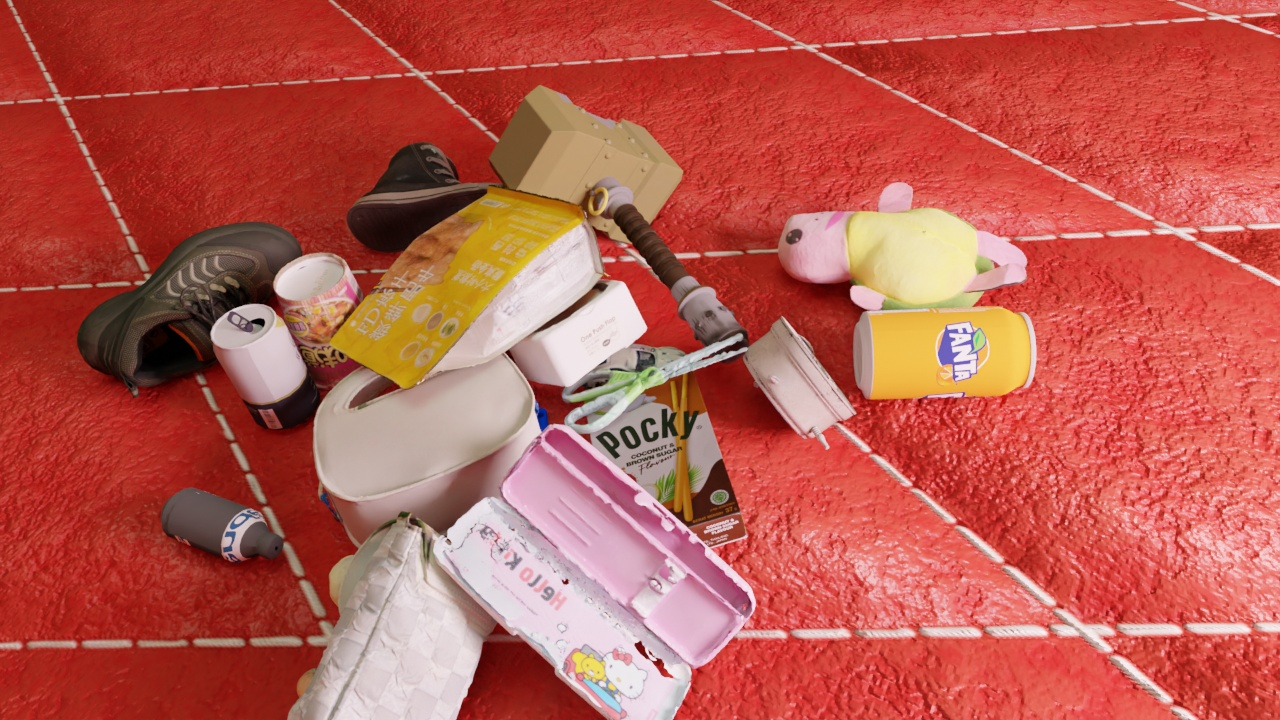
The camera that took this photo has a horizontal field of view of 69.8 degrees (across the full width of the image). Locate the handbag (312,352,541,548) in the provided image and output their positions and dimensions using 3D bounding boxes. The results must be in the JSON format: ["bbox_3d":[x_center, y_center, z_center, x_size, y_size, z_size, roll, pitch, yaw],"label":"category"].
[{"bbox_3d":[-0.186,0.062,0.793,0.200,0.093,0.199,-22,43,-11],"label":"handbag"}]

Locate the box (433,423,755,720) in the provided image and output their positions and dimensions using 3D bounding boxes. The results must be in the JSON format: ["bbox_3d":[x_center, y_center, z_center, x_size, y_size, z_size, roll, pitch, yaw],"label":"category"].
[{"bbox_3d":[-0.031,0.155,0.655,0.201,0.073,0.149,41,70,5],"label":"box"}]

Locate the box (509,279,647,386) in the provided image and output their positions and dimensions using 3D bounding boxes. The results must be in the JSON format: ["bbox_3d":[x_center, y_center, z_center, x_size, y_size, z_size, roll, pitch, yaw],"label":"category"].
[{"bbox_3d":[-0.068,-0.037,0.852,0.107,0.076,0.103,-35,25,-26],"label":"box"}]

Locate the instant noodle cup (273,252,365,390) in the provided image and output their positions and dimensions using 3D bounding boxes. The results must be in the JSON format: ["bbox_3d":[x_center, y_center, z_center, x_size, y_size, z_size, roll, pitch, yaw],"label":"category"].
[{"bbox_3d":[-0.305,-0.043,0.896,0.098,0.109,0.097,-4,45,4],"label":"instant noodle cup"}]

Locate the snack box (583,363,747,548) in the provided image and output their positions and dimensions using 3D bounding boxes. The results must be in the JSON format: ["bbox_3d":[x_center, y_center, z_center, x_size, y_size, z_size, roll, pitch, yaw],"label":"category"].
[{"bbox_3d":[0.015,0.082,0.765,0.101,0.032,0.185,-17,40,2],"label":"snack box"}]

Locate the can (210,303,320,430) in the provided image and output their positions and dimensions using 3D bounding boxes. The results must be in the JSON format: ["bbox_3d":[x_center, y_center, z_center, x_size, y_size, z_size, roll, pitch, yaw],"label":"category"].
[{"bbox_3d":[-0.345,0.004,0.842,0.064,0.127,0.064,-4,46,4],"label":"can"}]

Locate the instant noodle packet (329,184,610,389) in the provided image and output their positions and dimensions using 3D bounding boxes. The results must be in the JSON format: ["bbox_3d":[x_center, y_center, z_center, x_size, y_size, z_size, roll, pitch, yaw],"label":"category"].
[{"bbox_3d":[-0.162,-0.060,0.837,0.221,0.084,0.163,-42,40,-24],"label":"instant noodle packet"}]

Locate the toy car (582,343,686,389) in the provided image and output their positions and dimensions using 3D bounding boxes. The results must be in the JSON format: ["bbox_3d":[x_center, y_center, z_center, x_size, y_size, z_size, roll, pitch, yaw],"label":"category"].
[{"bbox_3d":[-0.005,0.005,0.866,0.105,0.033,0.047,2,45,8],"label":"toy car"}]

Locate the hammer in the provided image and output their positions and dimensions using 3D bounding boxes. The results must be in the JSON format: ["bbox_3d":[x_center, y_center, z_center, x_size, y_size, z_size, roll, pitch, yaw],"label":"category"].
[{"bbox_3d":[0.005,-0.119,0.899,0.190,0.101,0.324,8,38,-47],"label":"hammer"}]

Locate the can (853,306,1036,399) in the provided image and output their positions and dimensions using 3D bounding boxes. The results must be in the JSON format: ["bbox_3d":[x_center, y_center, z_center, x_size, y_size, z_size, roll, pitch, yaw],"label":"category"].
[{"bbox_3d":[0.264,-0.007,0.809,0.142,0.079,0.079,-2,46,5],"label":"can"}]

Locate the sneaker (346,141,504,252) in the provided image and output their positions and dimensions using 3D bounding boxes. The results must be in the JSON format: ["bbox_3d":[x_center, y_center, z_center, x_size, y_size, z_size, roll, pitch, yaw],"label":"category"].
[{"bbox_3d":[-0.201,-0.185,1.039,0.235,0.095,0.119,-2,45,15],"label":"sneaker"}]

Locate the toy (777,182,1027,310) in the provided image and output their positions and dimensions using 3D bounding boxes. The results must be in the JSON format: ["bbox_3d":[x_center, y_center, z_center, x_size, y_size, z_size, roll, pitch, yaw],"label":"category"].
[{"bbox_3d":[0.250,-0.099,0.896,0.238,0.088,0.189,8,53,19],"label":"toy"}]

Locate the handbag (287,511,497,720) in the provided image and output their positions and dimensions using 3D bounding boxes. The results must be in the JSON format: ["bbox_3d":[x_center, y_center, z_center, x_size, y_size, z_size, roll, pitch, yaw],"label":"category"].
[{"bbox_3d":[-0.178,0.207,0.639,0.124,0.112,0.171,-9,47,37],"label":"handbag"}]

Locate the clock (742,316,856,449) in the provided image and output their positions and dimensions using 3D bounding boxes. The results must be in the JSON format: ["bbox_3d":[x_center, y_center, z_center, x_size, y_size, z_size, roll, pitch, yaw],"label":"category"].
[{"bbox_3d":[0.130,0.014,0.807,0.061,0.103,0.156,-38,16,10],"label":"clock"}]

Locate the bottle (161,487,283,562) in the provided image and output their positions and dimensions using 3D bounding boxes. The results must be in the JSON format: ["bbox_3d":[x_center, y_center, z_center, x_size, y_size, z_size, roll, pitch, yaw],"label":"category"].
[{"bbox_3d":[-0.348,0.141,0.768,0.112,0.047,0.046,14,49,19],"label":"bottle"}]

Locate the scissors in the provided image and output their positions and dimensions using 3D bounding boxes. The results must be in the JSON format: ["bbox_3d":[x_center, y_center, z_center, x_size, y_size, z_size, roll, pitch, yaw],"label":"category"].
[{"bbox_3d":[0.011,0.009,0.799,0.175,0.033,0.078,-21,36,3],"label":"scissors"}]

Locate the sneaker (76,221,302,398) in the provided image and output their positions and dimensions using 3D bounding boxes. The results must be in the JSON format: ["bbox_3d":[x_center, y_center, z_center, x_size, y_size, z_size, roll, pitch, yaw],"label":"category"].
[{"bbox_3d":[-0.434,-0.050,0.924,0.237,0.101,0.143,-40,50,-22],"label":"sneaker"}]

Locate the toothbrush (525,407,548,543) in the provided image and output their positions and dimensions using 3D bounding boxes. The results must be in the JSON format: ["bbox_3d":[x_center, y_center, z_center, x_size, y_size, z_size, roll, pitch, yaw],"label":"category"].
[{"bbox_3d":[-0.090,0.109,0.790,0.016,0.018,0.182,-8,43,6],"label":"toothbrush"}]
